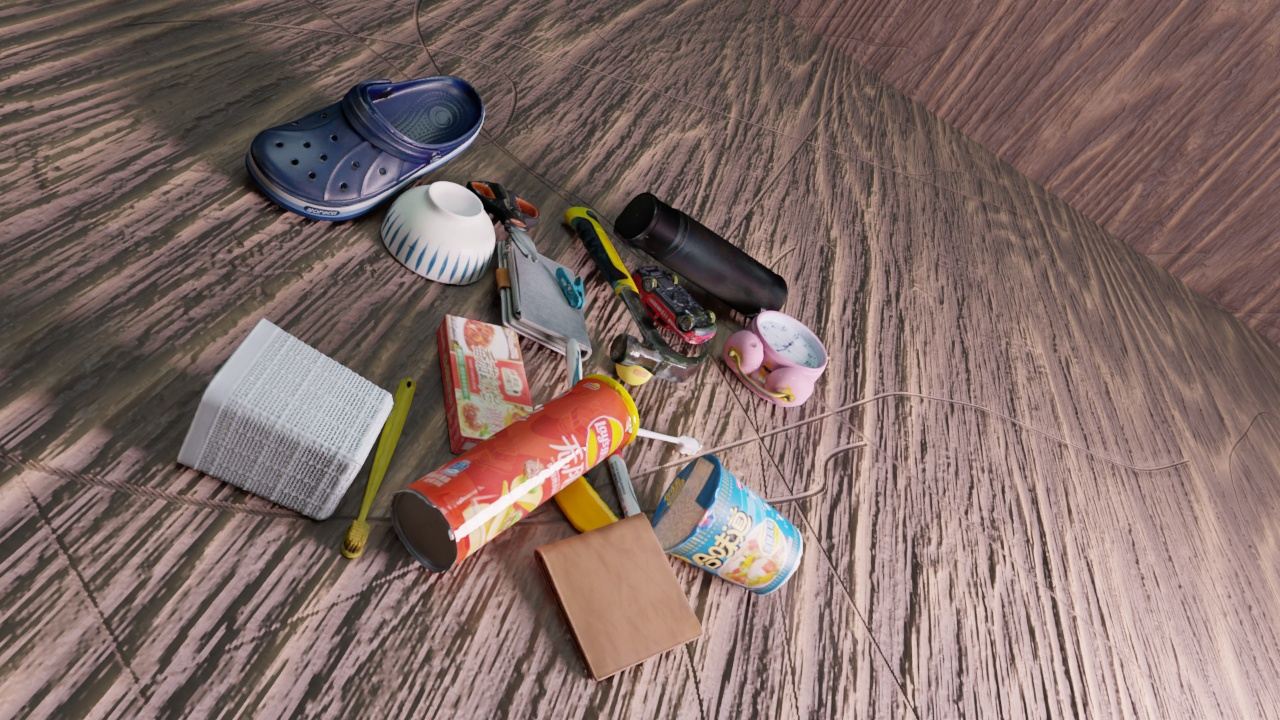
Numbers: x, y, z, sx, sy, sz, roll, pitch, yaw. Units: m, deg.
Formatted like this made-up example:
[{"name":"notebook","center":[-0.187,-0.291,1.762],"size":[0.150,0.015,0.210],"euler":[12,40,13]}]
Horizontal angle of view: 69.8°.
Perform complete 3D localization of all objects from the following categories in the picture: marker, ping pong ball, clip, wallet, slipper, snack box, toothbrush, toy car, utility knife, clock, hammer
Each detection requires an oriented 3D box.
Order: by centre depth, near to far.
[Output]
[{"name":"toothbrush","center":[-0.202,0.076,0.722],"size":[0.015,0.017,0.189],"euler":[25,35,-17]},{"name":"wallet","center":[-0.017,0.184,0.725],"size":[0.101,0.020,0.115],"euler":[-14,60,-27]},{"name":"utility knife","center":[-0.018,0.160,0.774],"size":[0.176,0.033,0.015],"euler":[49,-6,14]},{"name":"marker","center":[-0.012,0.125,0.828],"size":[0.017,0.017,0.145],"euler":[11,41,-32]},{"name":"snack box","center":[-0.140,0.024,0.832],"size":[0.075,0.026,0.152],"euler":[13,40,-29]},{"name":"toothbrush","center":[-0.058,0.051,0.858],"size":[0.016,0.018,0.191],"euler":[13,48,-23]},{"name":"toothbrush","center":[-0.020,0.068,0.895],"size":[0.180,0.016,0.016],"euler":[15,40,-24]},{"name":"slipper","center":[-0.258,-0.223,0.912],"size":[0.252,0.095,0.105],"euler":[-31,84,-31]},{"name":"ping pong ball","center":[-0.006,0.006,0.958],"size":[0.040,0.040,0.040],"euler":[23,36,-18]},{"name":"wallet","center":[-0.106,-0.064,0.960],"size":[0.106,0.037,0.129],"euler":[26,33,-34]},{"name":"clip","center":[-0.071,-0.075,0.970],"size":[0.034,0.013,0.055],"euler":[24,31,-37]},{"name":"hammer","center":[-0.019,-0.082,1.017],"size":[0.126,0.032,0.323],"euler":[19,27,-34]},{"name":"toy car","center":[0.038,-0.062,1.074],"size":[0.052,0.045,0.120],"euler":[-14,51,-47]},{"name":"clock","center":[0.159,0.001,1.090],"size":[0.117,0.060,0.158],"euler":[41,36,9]}]

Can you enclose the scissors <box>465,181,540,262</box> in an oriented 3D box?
[{"name":"scissors","center":[-0.124,-0.147,1.003],"size":[0.139,0.022,0.235],"euler":[10,25,-45]}]

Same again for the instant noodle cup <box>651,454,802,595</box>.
[{"name":"instant noodle cup","center":[0.080,0.153,0.814],"size":[0.110,0.099,0.099],"euler":[35,33,-17]}]

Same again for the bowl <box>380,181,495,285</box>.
[{"name":"bowl","center":[-0.200,-0.140,0.944],"size":[0.116,0.066,0.116],"euler":[23,36,-18]}]

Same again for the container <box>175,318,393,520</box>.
[{"name":"container","center":[-0.249,0.046,0.657],"size":[0.111,0.090,0.090],"euler":[29,35,-13]}]

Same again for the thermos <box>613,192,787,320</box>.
[{"name":"thermos","center":[0.072,-0.123,1.119],"size":[0.242,0.090,0.068],"euler":[27,70,-38]}]

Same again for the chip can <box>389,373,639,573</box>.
[{"name":"chip can","center":[-0.094,0.084,0.733],"size":[0.073,0.073,0.215],"euler":[45,45,14]}]
